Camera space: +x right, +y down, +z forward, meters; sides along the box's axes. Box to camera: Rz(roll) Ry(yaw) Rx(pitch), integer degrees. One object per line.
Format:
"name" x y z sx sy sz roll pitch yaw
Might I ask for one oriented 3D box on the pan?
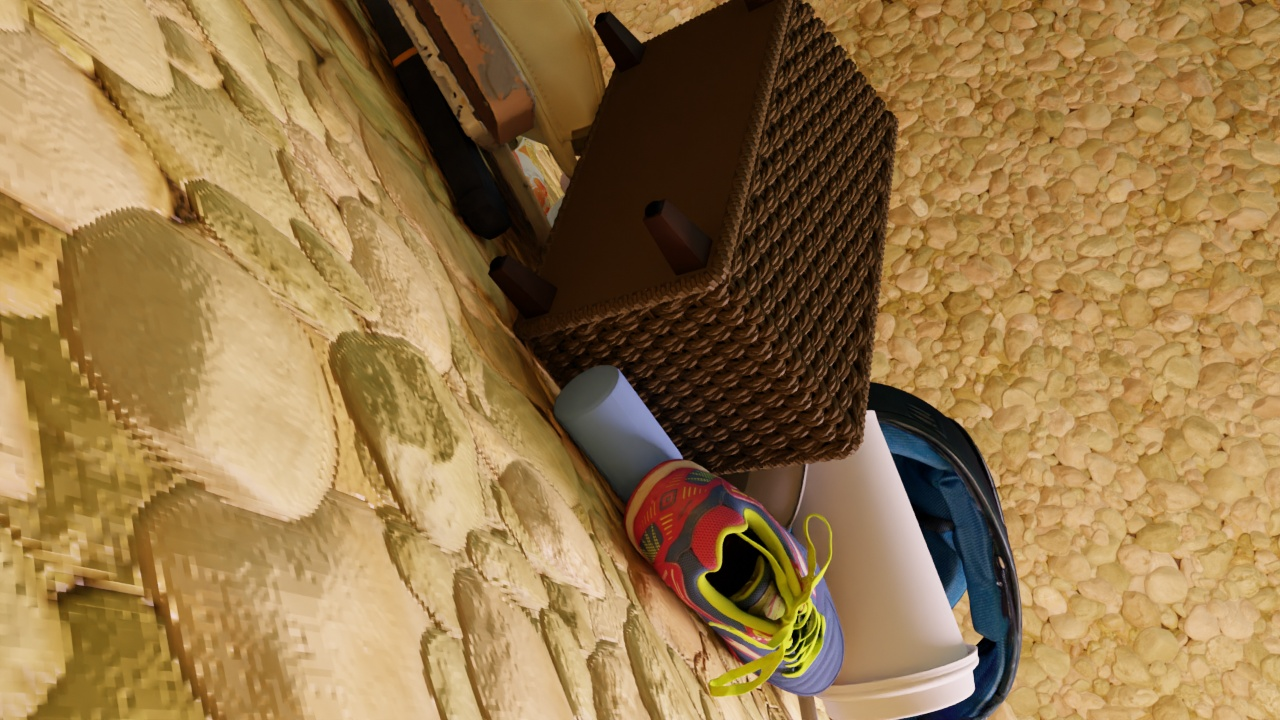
"pan" 0.098 0.119 0.727 0.201 0.050 0.356 119 -31 -70

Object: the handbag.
"handbag" -0.105 -0.257 0.779 0.233 0.088 0.191 36 -29 53

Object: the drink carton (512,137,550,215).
"drink carton" -0.107 -0.164 0.904 0.122 0.039 0.069 68 10 25

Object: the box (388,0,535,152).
"box" -0.146 -0.255 0.650 0.216 0.063 0.081 60 -5 0

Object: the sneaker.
"sneaker" 0.080 0.158 0.570 0.091 0.116 0.242 22 -21 51

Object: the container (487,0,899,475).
"container" 0.046 -0.109 0.641 0.205 0.177 0.320 45 47 -36

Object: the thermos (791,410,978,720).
"thermos" 0.175 0.157 0.727 0.131 0.132 0.221 33 43 -74

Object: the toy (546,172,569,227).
"toy" -0.026 -0.130 0.883 0.138 0.102 0.179 22 50 -29

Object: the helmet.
"helmet" 0.228 0.177 0.895 0.236 0.249 0.316 35 32 -84

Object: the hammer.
"hammer" -0.169 -0.218 0.687 0.312 0.035 0.139 62 6 27

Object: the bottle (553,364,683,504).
"bottle" 0.000 0.064 0.578 0.131 0.048 0.048 54 8 -28

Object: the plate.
"plate" -0.112 -0.157 0.775 0.157 0.014 0.157 59 -5 8
